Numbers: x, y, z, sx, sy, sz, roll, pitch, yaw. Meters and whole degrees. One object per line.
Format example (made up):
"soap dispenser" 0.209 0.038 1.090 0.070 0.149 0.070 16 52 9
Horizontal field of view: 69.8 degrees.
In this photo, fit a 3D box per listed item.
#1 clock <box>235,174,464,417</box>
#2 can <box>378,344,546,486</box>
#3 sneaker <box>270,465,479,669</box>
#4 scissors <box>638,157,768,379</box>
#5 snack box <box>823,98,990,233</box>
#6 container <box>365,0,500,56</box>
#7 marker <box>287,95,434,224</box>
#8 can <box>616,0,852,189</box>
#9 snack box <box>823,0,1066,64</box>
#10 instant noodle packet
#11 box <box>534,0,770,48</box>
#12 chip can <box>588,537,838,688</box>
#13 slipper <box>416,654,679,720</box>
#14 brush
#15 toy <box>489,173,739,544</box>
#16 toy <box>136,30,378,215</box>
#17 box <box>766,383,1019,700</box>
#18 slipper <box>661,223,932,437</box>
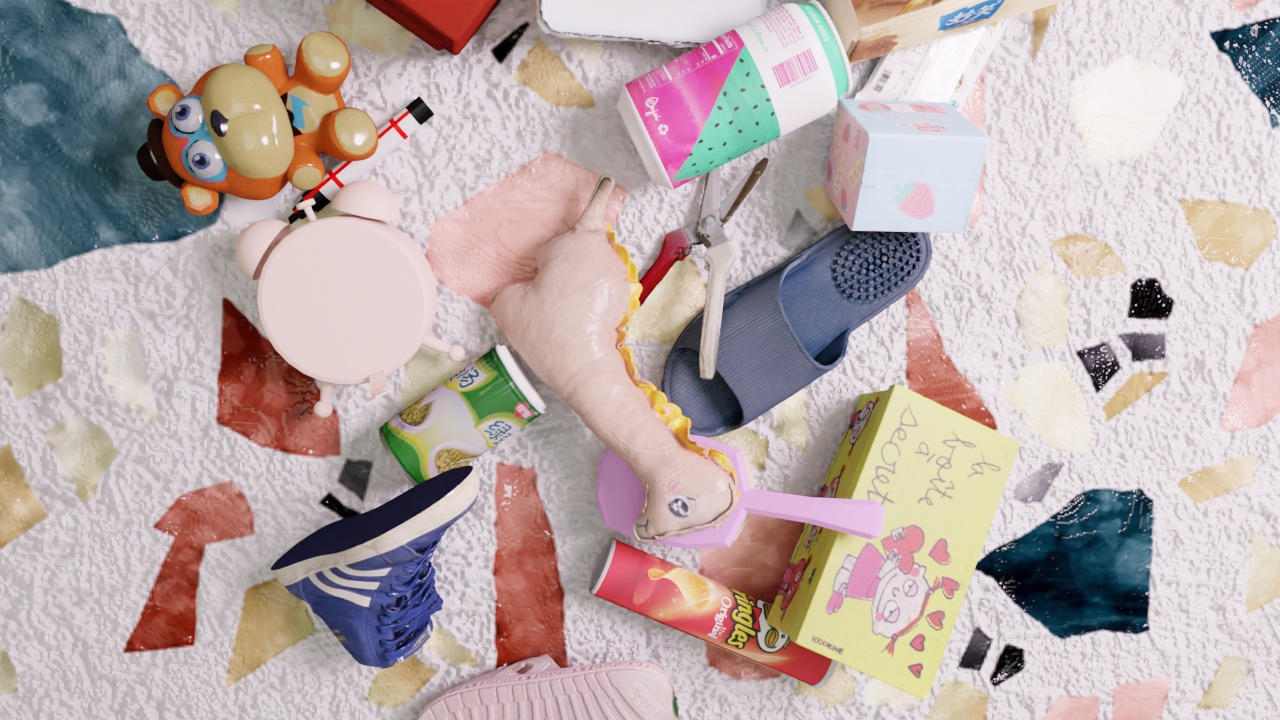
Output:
"clock" -0.229 -0.049 0.715 0.131 0.086 0.160 -22 96 -1
"can" -0.142 0.046 0.740 0.121 0.067 0.067 -34 98 1
"sneaker" -0.180 0.173 0.707 0.234 0.091 0.118 -25 104 33
"scissors" 0.043 -0.072 0.744 0.197 0.015 0.179 -31 65 17
"snack box" 0.203 -0.152 0.716 0.093 0.094 0.080 1 121 -5
"container" -0.189 -0.319 0.653 0.201 0.148 0.127 38 94 -17
"marker" -0.226 -0.157 0.734 0.145 0.019 0.019 -40 98 1
"can" 0.070 -0.203 0.705 0.166 0.088 0.088 -25 98 6
"snack box" 0.237 -0.336 0.709 0.207 0.055 0.153 -17 84 -2
"instant noodle packet" 0.244 -0.254 0.751 0.087 0.026 0.134 26 94 -7
"box" 0.036 -0.297 0.658 0.210 0.106 0.130 -8 104 -26
"chip can" 0.063 0.216 0.784 0.214 0.052 0.052 24 95 -6
"slipper" -0.081 0.299 0.779 0.239 0.064 0.094 -16 94 11
"brush" 0.077 0.109 0.729 0.229 0.043 0.089 6 85 20
"toy" -0.004 0.004 0.712 0.264 0.065 0.196 44 105 17
"toy" -0.291 -0.175 0.697 0.176 0.096 0.112 -20 95 10
"box" 0.205 0.142 0.747 0.124 0.083 0.220 28 82 -7
"slipper" 0.129 -0.034 0.743 0.263 0.082 0.101 -37 96 1
